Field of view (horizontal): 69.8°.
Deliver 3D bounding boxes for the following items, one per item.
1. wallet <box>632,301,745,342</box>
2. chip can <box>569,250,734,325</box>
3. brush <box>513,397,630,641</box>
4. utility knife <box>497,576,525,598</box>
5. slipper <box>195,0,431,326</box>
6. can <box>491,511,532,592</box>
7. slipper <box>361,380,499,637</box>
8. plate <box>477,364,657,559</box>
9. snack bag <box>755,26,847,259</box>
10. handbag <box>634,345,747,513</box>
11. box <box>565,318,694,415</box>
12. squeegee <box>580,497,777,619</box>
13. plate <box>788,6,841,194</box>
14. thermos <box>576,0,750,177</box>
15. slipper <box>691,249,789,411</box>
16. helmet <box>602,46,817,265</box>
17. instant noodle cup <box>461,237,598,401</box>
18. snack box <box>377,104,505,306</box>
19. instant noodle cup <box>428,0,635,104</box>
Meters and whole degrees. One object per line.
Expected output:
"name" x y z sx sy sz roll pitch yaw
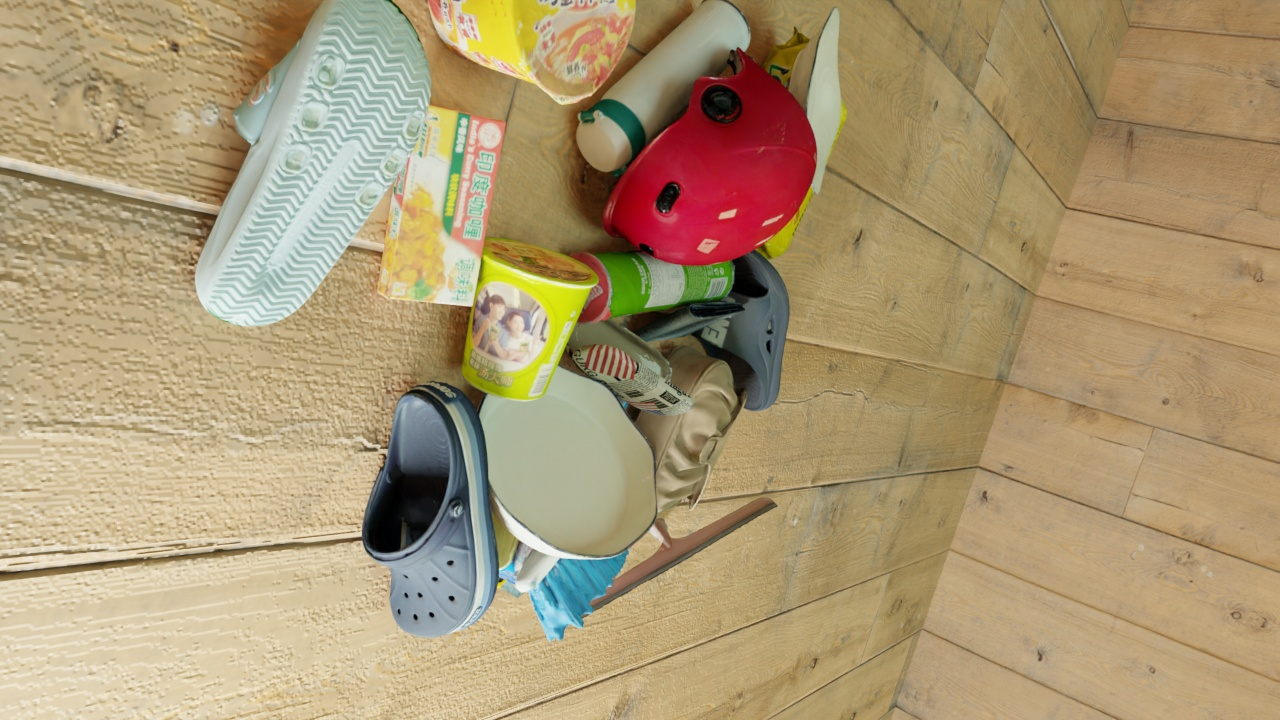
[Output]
"wallet" 0.052 -0.043 1.058 0.120 0.097 0.019 -8 79 -53
"chip can" 0.012 -0.086 0.987 0.235 0.072 0.072 -13 117 -52
"brush" -0.042 0.139 0.960 0.109 0.061 0.313 52 40 -13
"utility knife" -0.161 0.209 0.951 0.033 0.015 0.202 -55 144 -16
"slipper" -0.229 -0.136 0.624 0.246 0.074 0.104 -57 149 11
"can" -0.120 0.178 0.943 0.083 0.057 0.102 46 54 -51
"slipper" -0.187 0.143 0.797 0.095 0.105 0.253 -19 123 -48
"plate" -0.075 0.099 0.887 0.204 0.205 0.046 -20 164 -49
"snack bag" 0.167 -0.254 1.119 0.158 0.068 0.246 35 77 -57
"handbag" 0.055 0.092 1.119 0.147 0.100 0.204 20 96 -59
"box" -0.005 0.006 0.980 0.162 0.087 0.075 37 75 -42
"squeegee" 0.025 0.210 1.110 0.247 0.040 0.250 -30 178 -5
"plate" 0.191 -0.286 1.015 0.164 0.034 0.163 73 32 -51
"thermos" 0.023 -0.269 0.907 0.223 0.073 0.073 -50 142 -26
"slipper" 0.121 -0.025 1.147 0.083 0.111 0.269 -41 141 -32
"helmet" 0.086 -0.177 0.920 0.239 0.144 0.207 -46 169 -33
"instant noodle cup" -0.109 -0.033 0.823 0.111 0.112 0.123 -6 121 -54
"snack box" -0.162 -0.124 0.744 0.077 0.027 0.156 3 106 -38
"instant noodle cup" -0.088 -0.279 0.706 0.137 0.110 0.138 -30 130 -44
